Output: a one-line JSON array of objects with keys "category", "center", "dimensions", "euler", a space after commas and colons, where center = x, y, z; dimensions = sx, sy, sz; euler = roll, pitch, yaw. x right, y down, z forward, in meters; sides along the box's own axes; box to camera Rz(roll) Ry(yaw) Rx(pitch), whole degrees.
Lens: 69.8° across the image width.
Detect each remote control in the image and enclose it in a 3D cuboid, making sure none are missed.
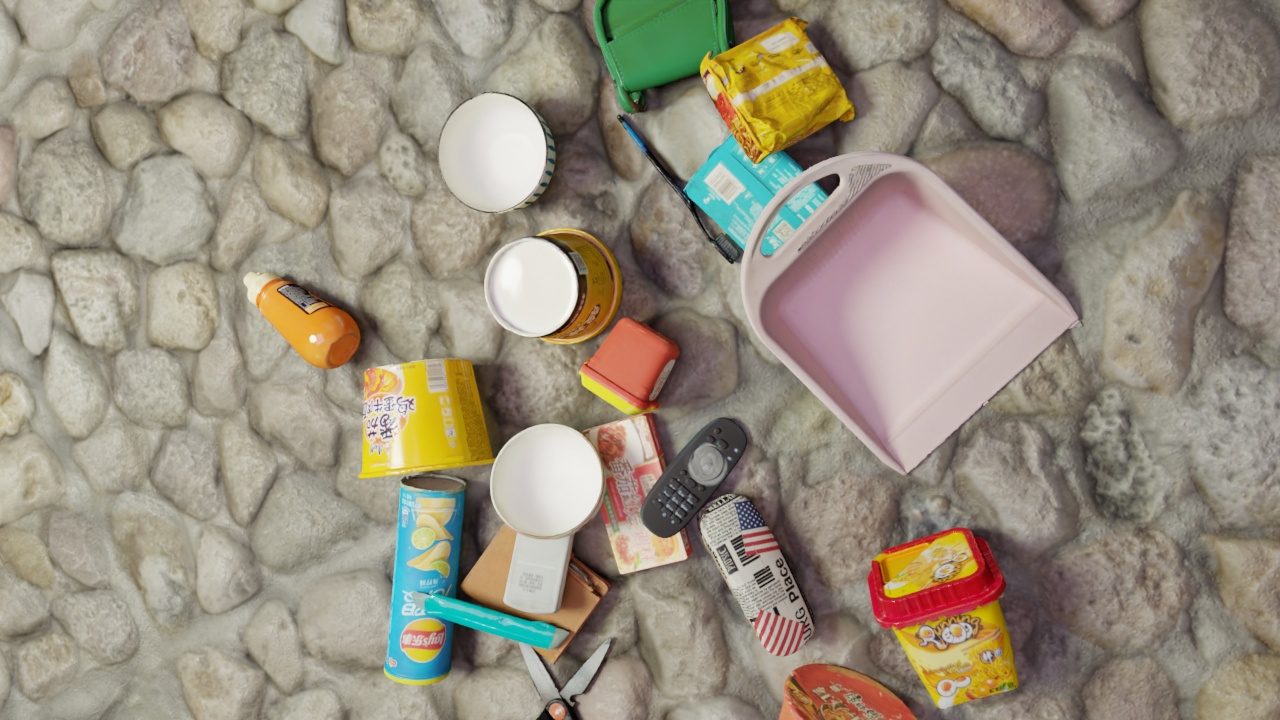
[{"category": "remote control", "center": [-0.097, 0.182, 0.940], "dimensions": [0.058, 0.021, 0.149], "euler": [8, 75, 11]}, {"category": "remote control", "center": [0.051, 0.115, 0.909], "dimensions": [0.053, 0.024, 0.136], "euler": [42, 81, -5]}]

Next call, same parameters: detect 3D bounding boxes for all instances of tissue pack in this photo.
[{"category": "tissue pack", "center": [0.116, -0.152, 0.869], "dimensions": [0.133, 0.050, 0.093], "euler": [46, 101, 6]}]

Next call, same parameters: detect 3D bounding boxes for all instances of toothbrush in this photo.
[{"category": "toothbrush", "center": [0.036, -0.172, 0.906], "dimensions": [0.016, 0.014, 0.189], "euler": [-38, 85, 13]}]

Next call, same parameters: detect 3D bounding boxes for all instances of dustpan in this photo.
[{"category": "dustpan", "center": [0.221, -0.045, 0.808], "dimensions": [0.273, 0.138, 0.223], "euler": [43, 102, 7]}]

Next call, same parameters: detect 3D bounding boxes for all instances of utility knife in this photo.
[{"category": "utility knife", "center": [-0.156, 0.265, 0.941], "dimensions": [0.166, 0.013, 0.029], "euler": [17, 98, -1]}]

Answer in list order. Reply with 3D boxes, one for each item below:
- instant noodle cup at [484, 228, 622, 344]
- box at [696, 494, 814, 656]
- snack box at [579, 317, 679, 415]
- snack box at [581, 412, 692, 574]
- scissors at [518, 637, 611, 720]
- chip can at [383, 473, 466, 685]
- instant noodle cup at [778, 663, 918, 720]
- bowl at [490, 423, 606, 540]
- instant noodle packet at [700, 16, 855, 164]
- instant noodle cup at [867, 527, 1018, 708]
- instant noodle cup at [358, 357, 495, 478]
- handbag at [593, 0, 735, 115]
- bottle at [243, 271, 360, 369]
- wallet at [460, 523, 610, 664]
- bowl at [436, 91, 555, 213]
[{"category": "instant noodle cup", "center": [-0.088, -0.072, 0.893], "dimensions": [0.118, 0.114, 0.118], "euler": [1, 95, 13]}, {"category": "box", "center": [0.114, 0.207, 0.886], "dimensions": [0.075, 0.082, 0.163], "euler": [-28, 86, 8]}, {"category": "snack box", "center": [-0.005, 0.005, 0.895], "dimensions": [0.082, 0.091, 0.080], "euler": [33, 94, 9]}, {"category": "snack box", "center": [-0.005, 0.136, 0.937], "dimensions": [0.075, 0.025, 0.153], "euler": [-16, 91, 15]}, {"category": "scissors", "center": [-0.087, 0.395, 0.981], "dimensions": [0.221, 0.021, 0.234], "euler": [44, 101, 8]}, {"category": "chip can", "center": [-0.228, 0.231, 0.977], "dimensions": [0.071, 0.071, 0.210], "euler": [8, 96, 13]}, {"category": "instant noodle cup", "center": [0.184, 0.372, 0.864], "dimensions": [0.138, 0.137, 0.109], "euler": [21, 108, 11]}, {"category": "bowl", "center": [-0.087, 0.125, 0.911], "dimensions": [0.113, 0.062, 0.113], "euler": [-3, 70, 8]}, {"category": "instant noodle packet", "center": [0.126, -0.247, 0.836], "dimensions": [0.128, 0.044, 0.111], "euler": [-30, 90, -25]}, {"category": "instant noodle cup", "center": [0.282, 0.237, 0.839], "dimensions": [0.116, 0.116, 0.123], "euler": [-22, 101, 14]}, {"category": "instant noodle cup", "center": [-0.221, 0.059, 0.933], "dimensions": [0.138, 0.138, 0.109], "euler": [-9, 85, 14]}, {"category": "handbag", "center": [0.025, -0.308, 0.874], "dimensions": [0.131, 0.068, 0.120], "euler": [-13, 100, 13]}, {"category": "bottle", "center": [-0.374, -0.052, 0.995], "dimensions": [0.149, 0.066, 0.067], "euler": [35, 102, 16]}, {"category": "wallet", "center": [-0.112, 0.238, 0.967], "dimensions": [0.132, 0.031, 0.108], "euler": [36, 97, 10]}, {"category": "bowl", "center": [-0.137, -0.204, 0.918], "dimensions": [0.116, 0.066, 0.116], "euler": [1, 96, 15]}]
